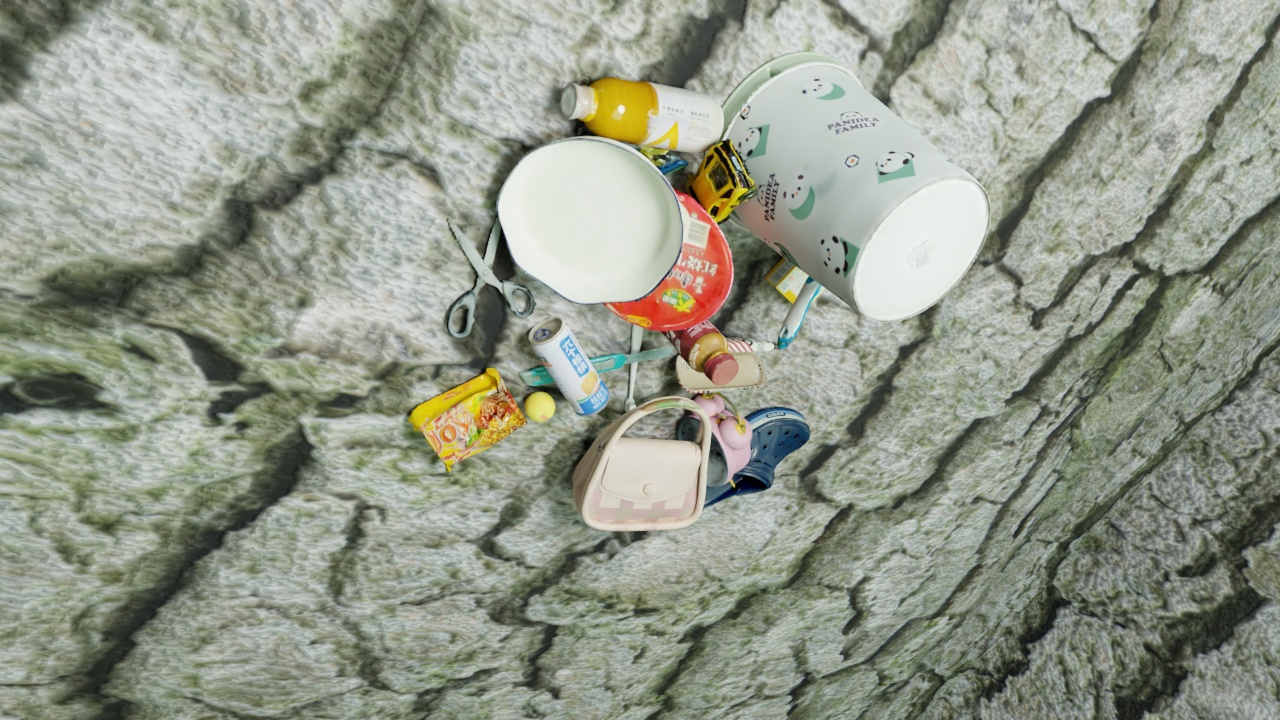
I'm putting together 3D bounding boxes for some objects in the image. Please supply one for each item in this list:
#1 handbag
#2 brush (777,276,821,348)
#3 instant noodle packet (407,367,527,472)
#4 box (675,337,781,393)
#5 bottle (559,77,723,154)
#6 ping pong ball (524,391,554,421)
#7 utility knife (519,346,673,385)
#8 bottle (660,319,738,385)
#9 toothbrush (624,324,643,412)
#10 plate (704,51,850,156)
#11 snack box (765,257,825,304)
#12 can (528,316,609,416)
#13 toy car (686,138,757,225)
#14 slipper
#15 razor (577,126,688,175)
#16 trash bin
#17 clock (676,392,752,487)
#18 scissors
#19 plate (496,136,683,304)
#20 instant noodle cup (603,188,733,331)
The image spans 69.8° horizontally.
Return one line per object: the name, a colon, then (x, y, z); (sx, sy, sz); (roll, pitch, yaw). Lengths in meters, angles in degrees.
handbag: (0.017, 0.140, 1.323); (0.193, 0.093, 0.235); (4, 127, -23)
brush: (0.274, -0.153, 1.237); (0.109, 0.060, 0.314); (16, 95, -40)
instant noodle packet: (-0.219, 0.078, 1.175); (0.128, 0.044, 0.111); (-30, 133, -8)
box: (0.127, 0.008, 1.327); (0.162, 0.076, 0.087); (-5, 101, -34)
bottle: (0.003, -0.269, 1.002); (0.189, 0.068, 0.068); (-1, 126, -34)
ping pong ball: (-0.134, 0.061, 1.220); (0.040, 0.040, 0.040); (-19, 135, -20)
utility knife: (-0.056, 0.006, 1.235); (0.222, 0.013, 0.029); (-12, 128, -21)
bottle: (0.063, -0.035, 1.170); (0.057, 0.175, 0.058); (-19, 135, -20)
toothbrush: (-0.008, 0.007, 1.277); (0.016, 0.016, 0.180); (-12, 132, -22)
plate: (0.185, -0.272, 1.156); (0.229, 0.027, 0.231); (-18, 134, -20)
snack box: (0.253, -0.143, 1.313); (0.140, 0.033, 0.087); (-46, 137, 11)
can: (-0.091, 0.009, 1.177); (0.053, 0.053, 0.134); (-34, 126, -5)
toy car: (0.088, -0.200, 1.073); (0.041, 0.071, 0.156); (-26, 176, -18)
slipper: (0.170, 0.170, 1.488); (0.253, 0.095, 0.105); (-33, 141, 0)
razor: (-0.012, -0.245, 1.050); (0.142, 0.022, 0.043); (11, 163, -37)
trash bin: (0.245, -0.188, 1.062); (0.229, 0.252, 0.230); (-18, 134, -20)
clock: (0.115, 0.115, 1.385); (0.059, 0.117, 0.159); (-25, 140, -30)
scissors: (-0.178, -0.098, 1.070); (0.159, 0.014, 0.181); (17, 115, -42)
plate: (-0.053, -0.156, 1.013); (0.205, 0.045, 0.205); (6, 129, 7)
instant noodle cup: (0.023, -0.131, 1.087); (0.065, 0.194, 0.194); (-60, 162, -49)
